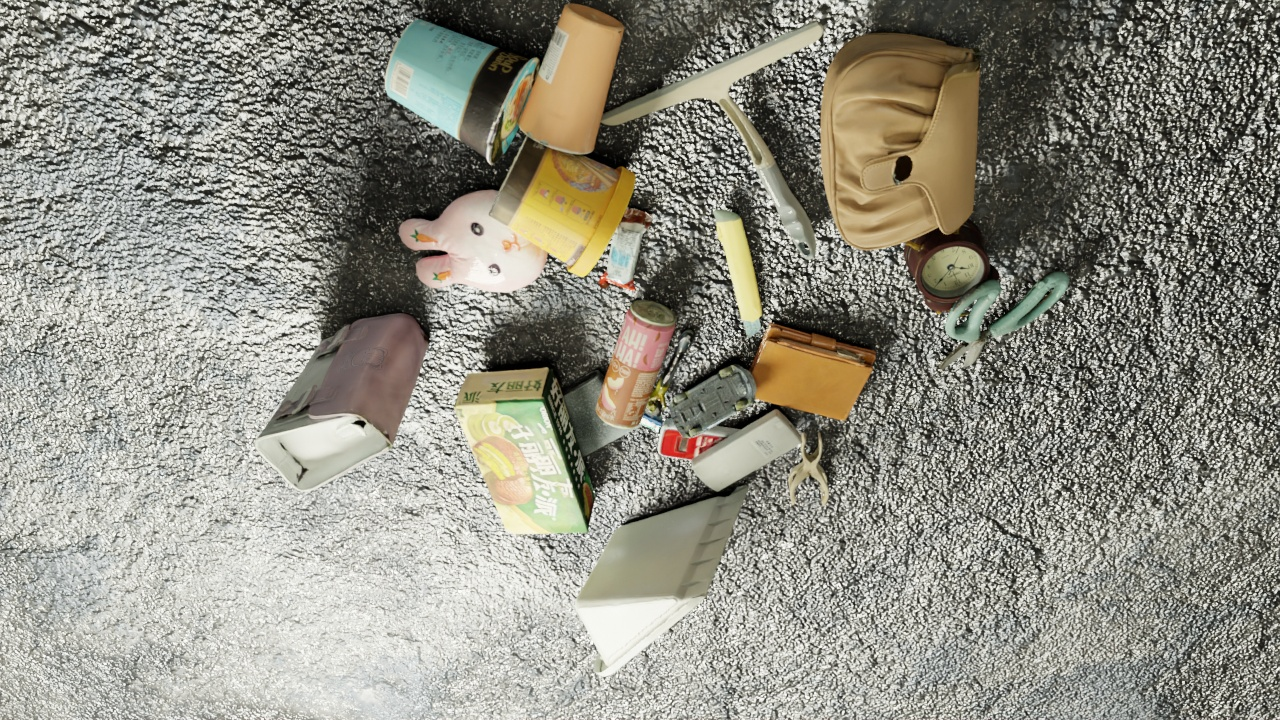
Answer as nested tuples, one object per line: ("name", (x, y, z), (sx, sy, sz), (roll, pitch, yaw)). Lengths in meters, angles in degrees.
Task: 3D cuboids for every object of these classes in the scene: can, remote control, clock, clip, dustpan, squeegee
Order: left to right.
("can", (-0.006, 0.006, 1.064), (0.058, 0.057, 0.147), (16, 117, -6))
("dustpan", (0.030, 0.303, 1.192), (0.258, 0.222, 0.143), (-17, 111, 29))
("remote control", (0.091, 0.107, 1.161), (0.136, 0.020, 0.056), (10, 125, -1))
("remote control", (0.130, 0.113, 1.136), (0.135, 0.019, 0.056), (-34, 118, 22))
("squeegee", (0.122, -0.201, 0.929), (0.247, 0.039, 0.246), (-14, 130, 35))
("clip", (0.202, 0.141, 1.167), (0.089, 0.034, 0.104), (-18, 117, 16))
("clock", (0.330, -0.097, 0.972), (0.082, 0.055, 0.122), (-25, 121, 21))

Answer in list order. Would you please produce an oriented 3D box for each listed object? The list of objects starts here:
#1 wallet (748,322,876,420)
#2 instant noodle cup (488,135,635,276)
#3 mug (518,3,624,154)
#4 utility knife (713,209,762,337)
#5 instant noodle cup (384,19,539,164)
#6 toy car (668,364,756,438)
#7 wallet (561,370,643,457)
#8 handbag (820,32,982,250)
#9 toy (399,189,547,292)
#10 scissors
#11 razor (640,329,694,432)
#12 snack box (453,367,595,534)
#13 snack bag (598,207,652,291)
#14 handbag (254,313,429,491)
("wallet", (0.197, 0.015, 1.079), (0.132, 0.031, 0.108), (13, 129, -4))
("instant noodle cup", (-0.082, -0.161, 0.925), (0.114, 0.118, 0.119), (25, 124, -13))
("mug", (-0.063, -0.270, 0.877), (0.078, 0.078, 0.123), (18, 120, -8))
("utility knife", (0.112, -0.093, 1.018), (0.031, 0.019, 0.175), (-7, 123, 15))
("instant noodle cup", (-0.173, -0.264, 0.878), (0.120, 0.111, 0.111), (26, 124, -2))
("toy car", (0.087, 0.049, 1.099), (0.121, 0.036, 0.054), (-33, 74, 32))
("wallet", (-0.068, 0.072, 1.152), (0.121, 0.019, 0.097), (-30, 118, 26))
("handbag", (0.248, -0.203, 0.877), (0.148, 0.099, 0.205), (-7, 127, 9))
("toy", (-0.184, -0.124, 1.004), (0.160, 0.054, 0.121), (-10, 123, 17))
("scissors", (0.371, -0.044, 0.994), (0.176, 0.019, 0.175), (9, 138, -41))
("razor", (0.031, 0.020, 1.104), (0.042, 0.022, 0.143), (24, 118, -3))
("snack box", (-0.139, 0.119, 1.151), (0.114, 0.063, 0.240), (-3, 129, 13))
("snack bag", (-0.018, -0.119, 1.006), (0.045, 0.026, 0.105), (16, 125, 5))
("handbag", (-0.329, 0.037, 1.041), (0.145, 0.196, 0.098), (-20, 122, 17))
